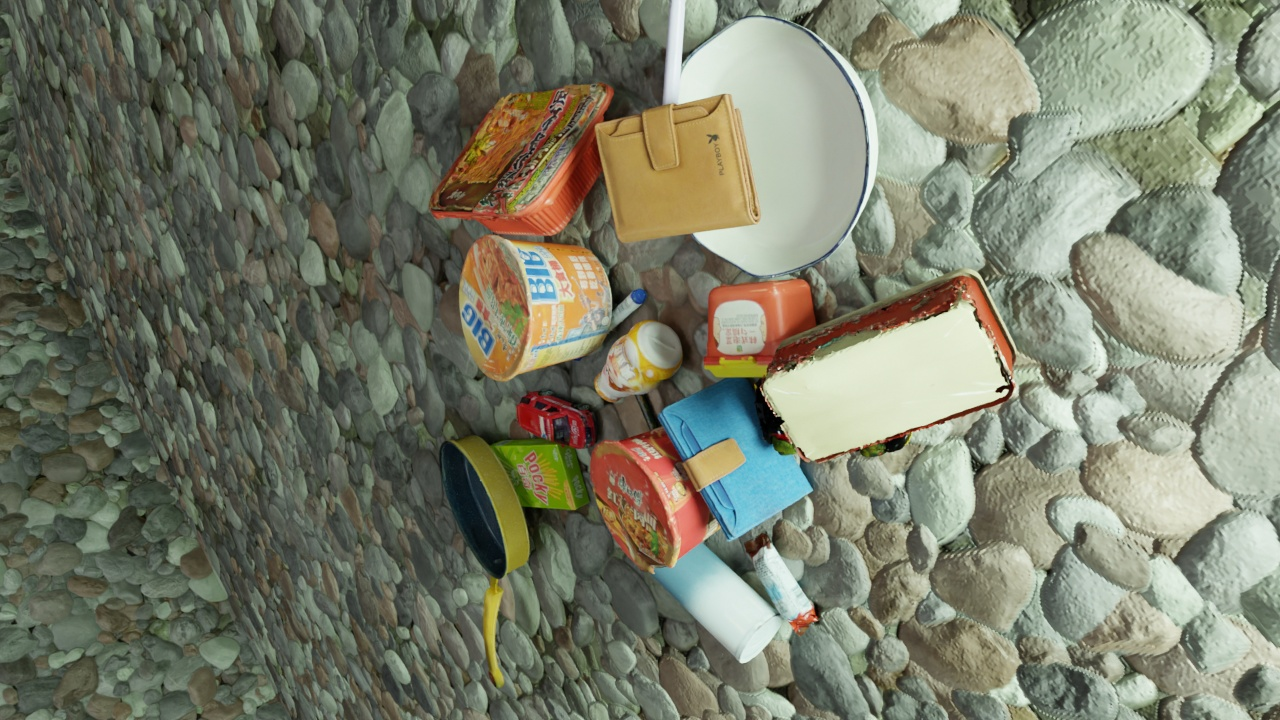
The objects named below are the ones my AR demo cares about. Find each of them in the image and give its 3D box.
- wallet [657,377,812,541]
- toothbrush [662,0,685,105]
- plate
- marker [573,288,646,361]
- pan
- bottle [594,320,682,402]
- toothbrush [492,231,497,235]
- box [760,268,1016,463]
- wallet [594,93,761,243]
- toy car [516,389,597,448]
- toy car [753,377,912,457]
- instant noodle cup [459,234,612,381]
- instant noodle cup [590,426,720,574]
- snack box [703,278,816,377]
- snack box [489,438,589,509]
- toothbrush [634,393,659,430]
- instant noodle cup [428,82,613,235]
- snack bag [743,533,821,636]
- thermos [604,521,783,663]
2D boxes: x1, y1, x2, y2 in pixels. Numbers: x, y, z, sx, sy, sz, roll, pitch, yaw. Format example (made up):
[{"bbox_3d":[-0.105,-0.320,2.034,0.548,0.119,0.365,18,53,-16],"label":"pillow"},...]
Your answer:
[{"bbox_3d":[0.086,0.084,0.835,0.133,0.106,0.040,60,151,10],"label":"wallet"},{"bbox_3d":[0.028,-0.207,0.769,0.029,0.021,0.189,-118,26,-63],"label":"toothbrush"},{"bbox_3d":[0.106,-0.171,0.748,0.205,0.045,0.205,22,122,40],"label":"plate"},{"bbox_3d":[-0.036,-0.037,0.985,0.146,0.016,0.017,-40,76,48],"label":"marker"},{"bbox_3d":[-0.208,0.274,1.241,0.198,0.078,0.357,12,119,59],"label":"pan"},{"bbox_3d":[-0.006,0.005,0.932,0.109,0.063,0.063,-40,76,47],"label":"bottle"},{"bbox_3d":[-0.164,-0.097,1.101,0.018,0.016,0.192,8,112,35],"label":"toothbrush"},{"bbox_3d":[0.178,0.009,0.671,0.169,0.078,0.091,-24,106,30],"label":"box"},{"bbox_3d":[0.029,-0.156,0.758,0.132,0.031,0.108,-3,109,33],"label":"wallet"},{"bbox_3d":[-0.099,0.072,1.082,0.121,0.045,0.053,13,117,42],"label":"toy car"},{"bbox_3d":[0.162,0.045,0.782,0.156,0.041,0.071,-1,106,44],"label":"toy car"},{"bbox_3d":[-0.108,-0.059,0.966,0.151,0.111,0.151,13,107,51],"label":"instant noodle cup"},{"bbox_3d":[0.032,0.121,0.896,0.138,0.108,0.138,37,139,41],"label":"instant noodle cup"},{"bbox_3d":[0.103,-0.028,0.789,0.091,0.081,0.080,-1,98,41],"label":"snack box"},{"bbox_3d":[-0.131,0.142,1.161,0.157,0.026,0.086,-6,103,49],"label":"snack box"},{"bbox_3d":[0.019,0.090,0.979,0.012,0.017,0.186,-25,87,53],"label":"toothbrush"},{"bbox_3d":[-0.110,-0.191,0.908,0.189,0.164,0.079,12,154,45],"label":"instant noodle cup"},{"bbox_3d":[0.137,0.219,0.898,0.105,0.026,0.045,58,148,13],"label":"snack bag"},{"bbox_3d":[0.050,0.219,0.969,0.220,0.070,0.070,39,132,31],"label":"thermos"}]
